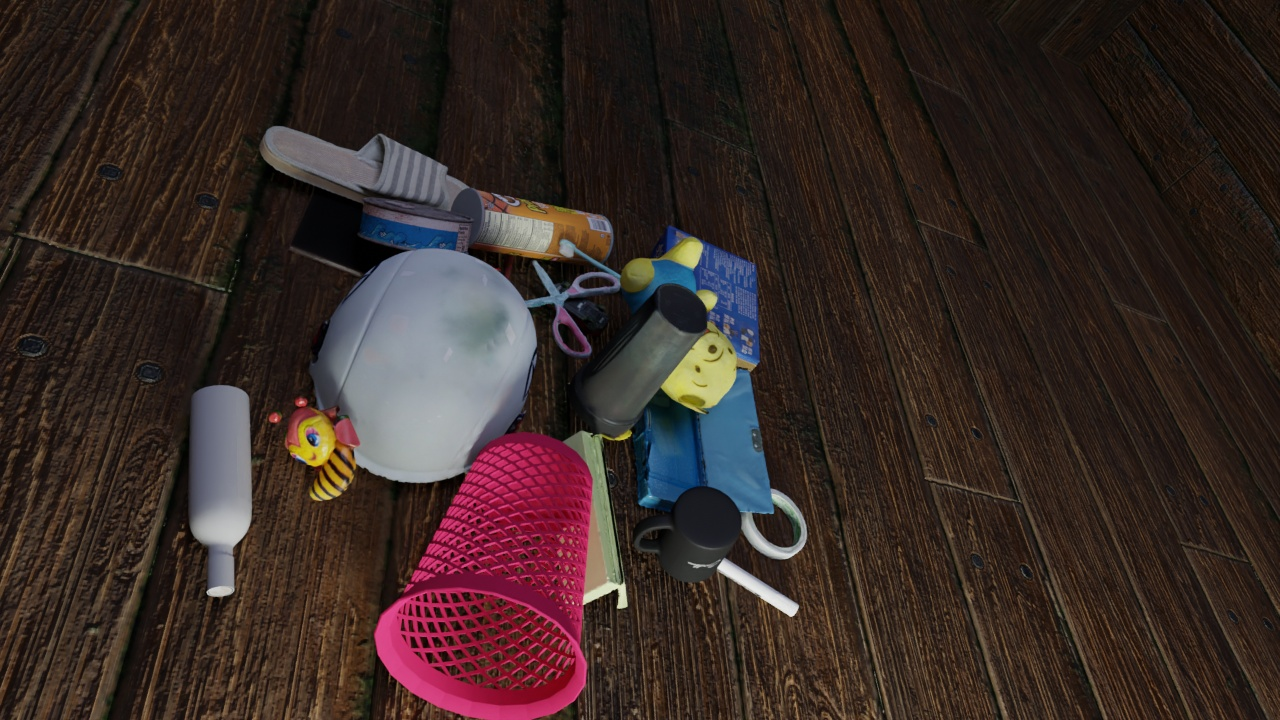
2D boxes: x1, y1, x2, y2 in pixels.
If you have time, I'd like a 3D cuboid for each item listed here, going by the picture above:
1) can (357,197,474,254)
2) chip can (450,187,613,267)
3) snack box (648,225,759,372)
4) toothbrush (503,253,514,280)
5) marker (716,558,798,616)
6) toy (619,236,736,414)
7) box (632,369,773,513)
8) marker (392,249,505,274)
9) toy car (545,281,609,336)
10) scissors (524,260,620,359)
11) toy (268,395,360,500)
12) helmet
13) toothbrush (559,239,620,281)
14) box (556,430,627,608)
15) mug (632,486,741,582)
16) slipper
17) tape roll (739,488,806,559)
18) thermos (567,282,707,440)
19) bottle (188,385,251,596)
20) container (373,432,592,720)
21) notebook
[{"bbox_3d":[-0.266,-0.159,1.089,0.130,0.044,0.130,12,11,-2],"label":"can"},{"bbox_3d":[-0.140,-0.172,1.211,0.214,0.075,0.075,3,52,-44],"label":"chip can"},{"bbox_3d":[0.087,-0.079,1.317,0.155,0.069,0.202,22,45,-18],"label":"snack box"},{"bbox_3d":[-0.173,-0.146,1.232,0.016,0.017,0.189,19,46,-20],"label":"toothbrush"},{"bbox_3d":[0.130,0.263,1.089,0.133,0.020,0.017,33,52,-6],"label":"marker"},{"bbox_3d":[0.050,-0.038,1.163,0.148,0.084,0.214,-24,90,-41],"label":"toy"},{"bbox_3d":[0.071,0.095,1.175,0.176,0.048,0.231,11,48,-17],"label":"box"},{"bbox_3d":[-0.236,-0.119,1.148,0.145,0.019,0.019,6,51,-31],"label":"marker"},{"bbox_3d":[-0.084,-0.068,1.211,0.091,0.036,0.042,36,43,-2],"label":"toy car"},{"bbox_3d":[-0.089,-0.071,1.180,0.172,0.013,0.170,-14,55,-32],"label":"scissors"},{"bbox_3d":[-0.312,0.084,0.893,0.103,0.084,0.046,64,14,3],"label":"toy"},{"bbox_3d":[-0.217,-0.011,0.978,0.236,0.164,0.263,29,44,-9],"label":"helmet"},{"bbox_3d":[-0.050,-0.122,1.253,0.180,0.016,0.016,27,61,-48],"label":"toothbrush"},{"bbox_3d":[-0.053,0.171,1.003,0.090,0.078,0.187,12,50,-28],"label":"box"},{"bbox_3d":[0.048,0.196,1.032,0.113,0.088,0.078,2,52,-15],"label":"mug"},{"bbox_3d":[-0.338,-0.241,1.165,0.272,0.054,0.114,12,45,-29],"label":"slipper"},{"bbox_3d":[0.169,0.207,1.166,0.093,0.018,0.093,19,45,-21],"label":"tape roll"},{"bbox_3d":[-0.006,0.006,1.065,0.098,0.221,0.098,20,46,-22],"label":"thermos"},{"bbox_3d":[-0.381,0.117,0.832,0.052,0.053,0.195,6,52,-32],"label":"bottle"},{"bbox_3d":[-0.125,0.188,0.872,0.183,0.184,0.225,28,36,-12],"label":"container"},{"bbox_3d":[-0.312,-0.147,1.141,0.209,0.008,0.141,21,45,-19],"label":"notebook"}]
